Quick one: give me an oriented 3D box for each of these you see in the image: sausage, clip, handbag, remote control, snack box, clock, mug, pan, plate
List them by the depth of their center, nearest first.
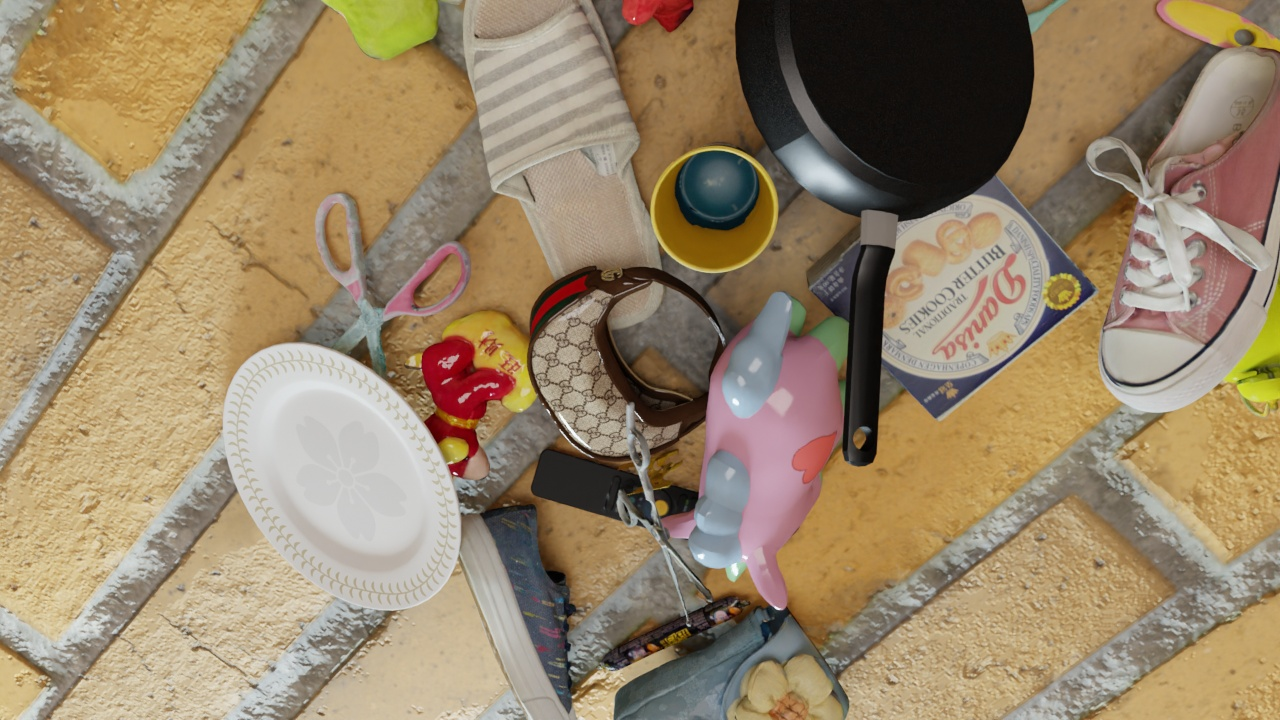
[{"bbox_3d":[0.151,-0.114,0.558,0.204,0.044,0.355,6,85,-21],"label":"pan"},{"bbox_3d":[0.051,-0.111,0.616,0.078,0.121,0.078,2,110,6],"label":"mug"},{"bbox_3d":[0.419,-0.019,0.627,0.057,0.083,0.119,-13,104,16],"label":"clock"},{"bbox_3d":[0.220,-0.056,0.657,0.145,0.042,0.145,44,107,-9],"label":"snack box"},{"bbox_3d":[-0.004,0.004,0.681,0.138,0.063,0.166,-21,124,11],"label":"handbag"},{"bbox_3d":[0.010,0.083,0.726,0.045,0.048,0.054,35,150,-21],"label":"clip"},{"bbox_3d":[-0.244,0.097,0.751,0.243,0.016,0.243,11,116,23],"label":"plate"},{"bbox_3d":[-0.013,0.111,0.754,0.152,0.020,0.041,17,89,0],"label":"remote control"},{"bbox_3d":[0.072,0.294,0.758,0.192,0.118,0.122,-30,104,10],"label":"handbag"},{"bbox_3d":[0.026,0.237,0.795,0.155,0.020,0.020,-29,104,15],"label":"sausage"}]

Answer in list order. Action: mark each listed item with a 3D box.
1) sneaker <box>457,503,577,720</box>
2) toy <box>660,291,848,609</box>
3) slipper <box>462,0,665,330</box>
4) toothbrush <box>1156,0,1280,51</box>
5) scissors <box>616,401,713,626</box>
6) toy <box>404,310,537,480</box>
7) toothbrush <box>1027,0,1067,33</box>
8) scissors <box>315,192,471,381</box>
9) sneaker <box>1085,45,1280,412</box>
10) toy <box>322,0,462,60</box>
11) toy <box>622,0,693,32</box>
[{"bbox_3d":[-0.091,0.224,0.785,0.079,0.087,0.235,-24,108,-18],"label":"sneaker"},{"bbox_3d":[0.084,0.059,0.650,0.120,0.170,0.222,28,156,32],"label":"toy"},{"bbox_3d":[-0.051,-0.146,0.655,0.115,0.053,0.273,-11,110,17],"label":"slipper"},{"bbox_3d":[0.401,-0.207,0.597,0.135,0.016,0.021,21,111,-1],"label":"toothbrush"},{"bbox_3d":[0.010,0.112,0.670,0.014,0.142,0.175,-18,106,-22],"label":"scissors"},{"bbox_3d":[-0.137,0.025,0.720,0.105,0.067,0.137,28,102,4],"label":"toy"},{"bbox_3d":[0.300,-0.254,0.595,0.135,0.017,0.022,-36,101,14],"label":"toothbrush"},{"bbox_3d":[-0.210,-0.054,0.708,0.171,0.014,0.168,-40,86,21],"label":"scissors"},{"bbox_3d":[0.346,-0.086,0.580,0.087,0.118,0.241,12,95,-35],"label":"sneaker"},{"bbox_3d":[-0.163,-0.268,0.628,0.118,0.043,0.092,-36,99,14],"label":"toy"},{"bbox_3d":[0.003,-0.267,0.569,0.088,0.133,0.094,-41,91,7],"label":"toy"}]
